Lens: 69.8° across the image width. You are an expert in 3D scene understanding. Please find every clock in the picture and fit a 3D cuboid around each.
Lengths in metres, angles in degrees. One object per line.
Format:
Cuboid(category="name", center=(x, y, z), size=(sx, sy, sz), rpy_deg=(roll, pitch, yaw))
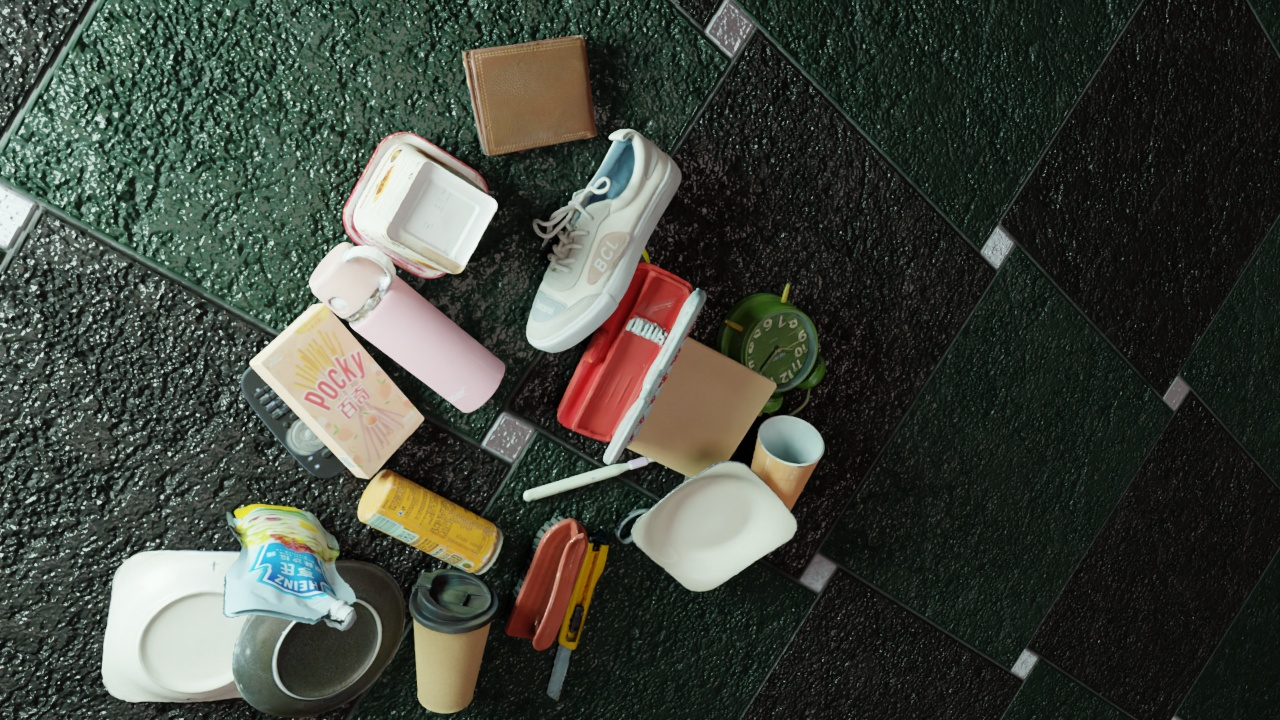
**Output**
Cuboid(category="clock", center=(0.158, -0.003, 1.083), size=(0.116, 0.056, 0.161), rpy_deg=(-30, 116, -14))

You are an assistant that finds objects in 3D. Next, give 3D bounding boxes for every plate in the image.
Cuboid(category="plate", center=(-0.318, 0.288, 0.931), size=(0.179, 0.024, 0.180), rpy_deg=(-16, 117, -34))
Cuboid(category="plate", center=(0.085, 0.190, 1.079), size=(0.164, 0.034, 0.163), rpy_deg=(-36, 122, 12))
Cuboid(category="plate", center=(-0.425, 0.264, 0.889), size=(0.164, 0.034, 0.164), rpy_deg=(6, 102, -27))

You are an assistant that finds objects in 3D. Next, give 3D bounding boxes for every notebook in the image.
Cuboid(category="notebook", center=(0.032, 0.043, 1.028), size=(0.207, 0.008, 0.148), rpy_deg=(27, 104, -19))

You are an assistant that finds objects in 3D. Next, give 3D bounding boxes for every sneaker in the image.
Cuboid(category="sneaker", center=(-0.052, -0.123, 0.923), size=(0.090, 0.089, 0.242), rpy_deg=(36, 84, -45))

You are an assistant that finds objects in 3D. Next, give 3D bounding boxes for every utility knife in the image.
Cuboid(category="utility knife", center=(-0.075, 0.303, 1.081), size=(0.033, 0.015, 0.223), rpy_deg=(11, 100, -26))

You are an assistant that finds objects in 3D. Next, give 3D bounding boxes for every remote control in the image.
Cuboid(category="remote control", center=(-0.328, 0.055, 0.880), size=(0.053, 0.024, 0.136), rpy_deg=(-39, 117, -18))

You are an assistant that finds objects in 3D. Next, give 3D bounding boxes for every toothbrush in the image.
Cuboid(category="toothbrush", center=(-0.043, 0.132, 1.046), size=(0.189, 0.029, 0.020), rpy_deg=(-12, 67, -21))

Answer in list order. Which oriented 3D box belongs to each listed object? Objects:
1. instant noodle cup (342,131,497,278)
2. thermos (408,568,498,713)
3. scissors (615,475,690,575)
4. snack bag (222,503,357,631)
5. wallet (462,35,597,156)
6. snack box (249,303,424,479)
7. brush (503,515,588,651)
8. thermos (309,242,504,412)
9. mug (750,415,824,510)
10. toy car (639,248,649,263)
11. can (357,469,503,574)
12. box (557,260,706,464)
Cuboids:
Cuboid(category="instant noodle cup", center=(-0.193, -0.136, 0.834), size=(0.116, 0.124, 0.116), rpy_deg=(29, 90, -30))
Cuboid(category="thermos", center=(-0.204, 0.300, 0.981), size=(0.093, 0.093, 0.143), rpy_deg=(-1, 113, -26))
Cuboid(category="scissors", center=(0.048, 0.181, 1.107), size=(0.181, 0.014, 0.159), rpy_deg=(-20, 113, -20))
Cuboid(category="snack bag", center=(-0.318, 0.185, 0.828), size=(0.110, 0.191, 0.039), rpy_deg=(27, 93, -29))
Cuboid(category="wallet", center=(-0.105, -0.258, 0.897), size=(0.124, 0.032, 0.101), rpy_deg=(-16, 114, -21))
Cuboid(category="snack box", center=(-0.286, 0.031, 0.878), size=(0.084, 0.026, 0.157), rpy_deg=(-52, 123, -30))
Cuboid(category="brush", center=(-0.098, 0.245, 1.023), size=(0.063, 0.069, 0.146), rpy_deg=(18, 96, -30))
Cuboid(category="thermos", center=(-0.215, -0.034, 0.878), size=(0.198, 0.087, 0.067), rpy_deg=(44, 40, -29))
Cuboid(category="mug", center=(0.165, 0.135, 1.098), size=(0.078, 0.078, 0.123), rpy_deg=(-11, 138, -23))
Cuboid(category="toy car", center=(-0.005, -0.078, 0.996), size=(0.048, 0.032, 0.105), rpy_deg=(-22, 115, -20))
Cuboid(category="can", center=(-0.216, 0.169, 0.949), size=(0.146, 0.058, 0.058), rpy_deg=(35, 88, -30))
Cuboid(category="box", center=(-0.004, 0.007, 0.947), size=(0.095, 0.100, 0.202), rpy_deg=(23, 104, -19))
